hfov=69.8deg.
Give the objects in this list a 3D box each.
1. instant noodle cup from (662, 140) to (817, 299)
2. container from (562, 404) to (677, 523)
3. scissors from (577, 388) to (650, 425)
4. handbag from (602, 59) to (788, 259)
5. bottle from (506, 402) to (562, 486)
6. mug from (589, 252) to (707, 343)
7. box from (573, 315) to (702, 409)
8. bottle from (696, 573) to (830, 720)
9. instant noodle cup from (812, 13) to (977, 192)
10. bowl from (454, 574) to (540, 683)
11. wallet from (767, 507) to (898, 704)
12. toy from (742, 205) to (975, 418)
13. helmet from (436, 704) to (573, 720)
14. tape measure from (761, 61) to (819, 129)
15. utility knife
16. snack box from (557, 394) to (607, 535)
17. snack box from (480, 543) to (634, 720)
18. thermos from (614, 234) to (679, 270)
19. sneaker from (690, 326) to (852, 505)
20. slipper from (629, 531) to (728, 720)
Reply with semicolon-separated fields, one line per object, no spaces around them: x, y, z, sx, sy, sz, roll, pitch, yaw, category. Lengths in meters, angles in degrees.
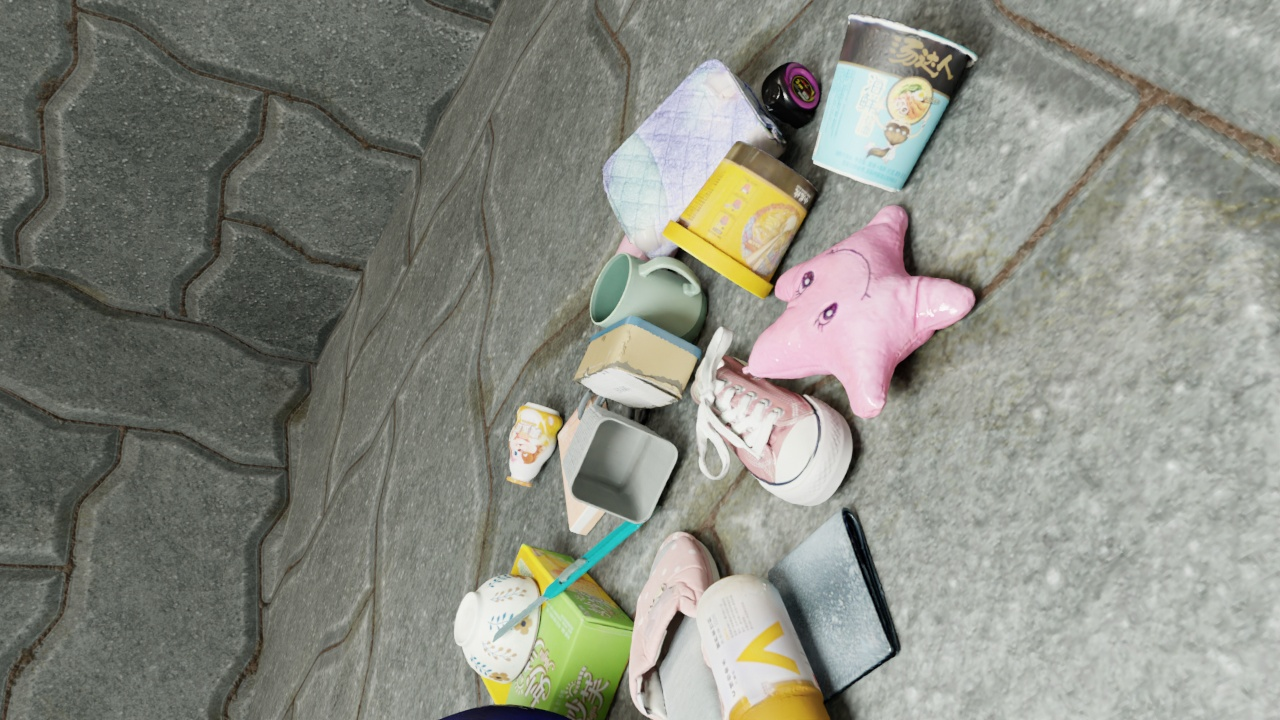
0.099;-0.137;0.878;0.114;0.118;0.118;-58;28;8;instant noodle cup
-0.028;0.103;0.962;0.090;0.090;0.114;-65;14;2;container
-0.014;0.009;1.075;0.181;0.014;0.159;-49;44;14;scissors
0.055;-0.212;0.981;0.194;0.075;0.134;-40;54;27;handbag
-0.146;0.113;1.226;0.063;0.063;0.108;6;78;63;bottle
0.019;-0.068;0.985;0.112;0.106;0.082;-44;35;42;mug
-0.006;0.006;0.948;0.060;0.089;0.185;-67;15;-15;box
0.093;0.240;0.643;0.068;0.068;0.189;-55;33;27;bottle
0.199;-0.205;0.751;0.111;0.111;0.120;49;124;61;instant noodle cup
-0.159;0.280;0.974;0.114;0.062;0.113;-41;39;44;bowl
0.139;0.184;0.680;0.097;0.019;0.120;-53;32;36;wallet
0.158;-0.029;0.713;0.179;0.074;0.194;-35;36;17;toy
-0.107;0.443;0.723;0.241;0.247;0.315;1;74;36;helmet
0.150;-0.269;0.929;0.039;0.057;0.057;-23;44;54;tape measure
-0.065;0.214;0.935;0.216;0.013;0.029;-39;17;-11;utility knife
-0.063;0.122;1.101;0.085;0.026;0.157;-53;30;31;snack box
-0.096;0.309;0.983;0.210;0.070;0.157;23;93;64;snack box
0.033;-0.179;1.092;0.199;0.067;0.087;-63;2;15;thermos
0.089;0.046;0.790;0.118;0.087;0.241;-65;26;10;sneaker
0.030;0.241;0.775;0.114;0.054;0.274;-59;19;21;slipper
